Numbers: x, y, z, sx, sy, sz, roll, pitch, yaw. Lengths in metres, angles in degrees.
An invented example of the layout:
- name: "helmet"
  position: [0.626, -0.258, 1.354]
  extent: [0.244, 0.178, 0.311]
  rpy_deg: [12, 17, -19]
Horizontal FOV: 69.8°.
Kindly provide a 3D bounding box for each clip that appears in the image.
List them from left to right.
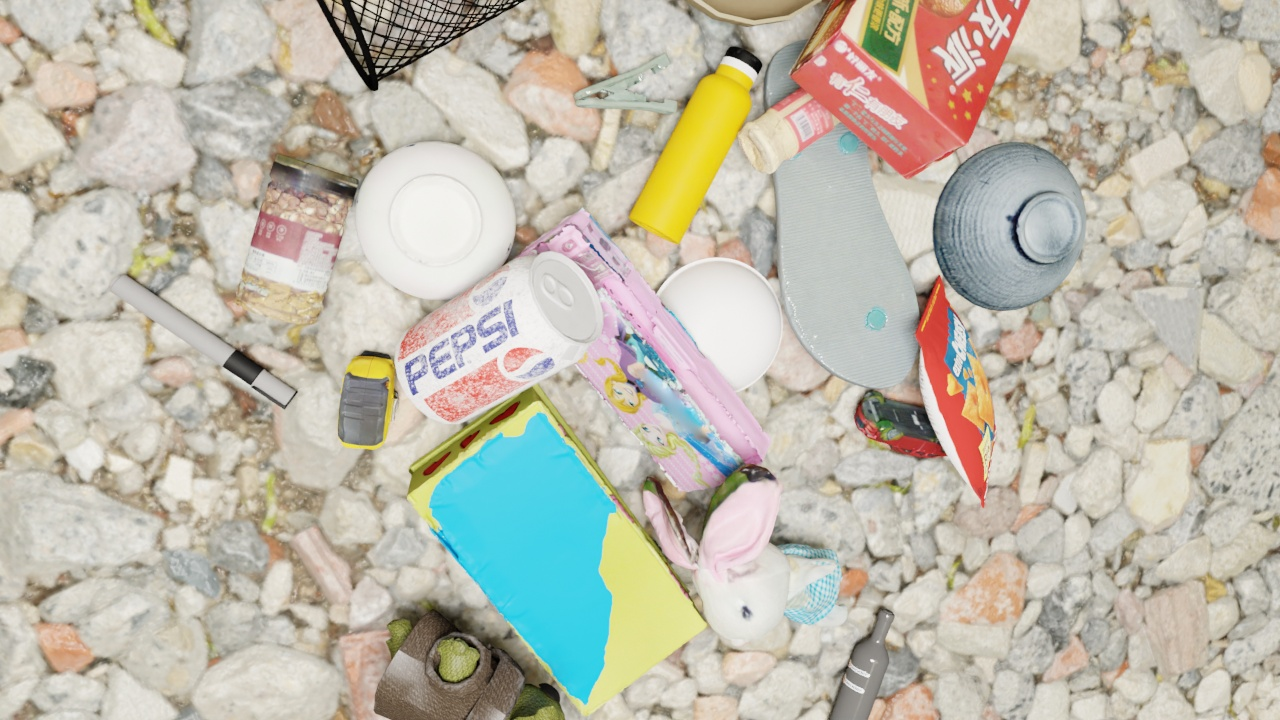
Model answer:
- name: "clip"
  position: [-0.012, -0.196, 0.667]
  extent: [0.076, 0.023, 0.059]
  rpy_deg: [-13, 100, -11]

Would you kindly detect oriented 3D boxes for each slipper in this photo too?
- name: "slipper"
  position: [0.140, -0.107, 0.704]
  extent: [0.098, 0.055, 0.268]
  rpy_deg: [-13, 90, -6]

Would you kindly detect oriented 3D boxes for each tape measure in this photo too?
- name: "tape measure"
  position: [-0.190, 0.030, 0.647]
  extent: [0.037, 0.064, 0.065]
  rpy_deg: [8, 98, -11]

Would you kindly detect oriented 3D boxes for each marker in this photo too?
- name: "marker"
  position: [-0.305, -0.013, 0.643]
  extent: [0.140, 0.016, 0.016]
  rpy_deg: [38, 90, -14]

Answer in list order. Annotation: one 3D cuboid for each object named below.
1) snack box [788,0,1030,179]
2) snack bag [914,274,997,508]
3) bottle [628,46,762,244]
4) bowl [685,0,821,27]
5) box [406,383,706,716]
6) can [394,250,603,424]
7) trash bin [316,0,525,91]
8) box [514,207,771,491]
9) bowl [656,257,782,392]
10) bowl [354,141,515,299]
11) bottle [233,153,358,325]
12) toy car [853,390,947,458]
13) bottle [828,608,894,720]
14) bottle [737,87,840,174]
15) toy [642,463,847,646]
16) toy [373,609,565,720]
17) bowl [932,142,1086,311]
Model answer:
- name: "snack box"
  position: [0.202, -0.250, 0.633]
  extent: [0.113, 0.060, 0.235]
  rpy_deg: [36, 65, -14]
- name: "snack bag"
  position: [0.245, 0.020, 0.711]
  extent: [0.039, 0.130, 0.144]
  rpy_deg: [-17, 105, 31]
- name: "bottle"
  position: [0.043, -0.159, 0.673]
  extent: [0.043, 0.043, 0.143]
  rpy_deg: [27, 93, -14]
- name: "bowl"
  position: [0.074, -0.312, 0.650]
  extent: [0.152, 0.050, 0.152]
  rpy_deg: [-2, 99, -11]
- name: "box"
  position: [-0.062, 0.137, 0.685]
  extent: [0.124, 0.081, 0.221]
  rpy_deg: [-38, 102, -3]
- name: "can"
  position: [-0.097, -0.014, 0.622]
  extent: [0.136, 0.078, 0.078]
  rpy_deg: [-27, 106, 32]
- name: "trash bin"
  position: [-0.110, -0.295, 0.559]
  extent: [0.210, 0.184, 0.184]
  rpy_deg: [-28, 103, -11]
- name: "box"
  position: [-0.004, 0.005, 0.670]
  extent: [0.085, 0.053, 0.230]
  rpy_deg: [-29, 107, 34]
- name: "bowl"
  position: [0.063, -0.023, 0.700]
  extent: [0.110, 0.040, 0.110]
  rpy_deg: [-2, 99, -11]
- name: "bowl"
  position: [-0.142, -0.097, 0.637]
  extent: [0.113, 0.063, 0.113]
  rpy_deg: [-2, 98, -11]
- name: "bottle"
  position: [-0.234, -0.082, 0.625]
  extent: [0.056, 0.056, 0.105]
  rpy_deg: [17, 96, -13]
- name: "toy car"
  position: [0.215, 0.054, 0.742]
  extent: [0.091, 0.042, 0.036]
  rpy_deg: [16, 128, -19]
- name: "bottle"
  position: [0.191, 0.264, 0.776]
  extent: [0.030, 0.030, 0.113]
  rpy_deg: [17, 95, -13]
- name: "bottle"
  position: [0.123, -0.178, 0.658]
  extent: [0.109, 0.044, 0.044]
  rpy_deg: [-35, 104, -4]
- name: "toy"
  position: [0.087, 0.170, 0.696]
  extent: [0.205, 0.131, 0.105]
  rpy_deg: [41, 55, -37]
- name: "toy"
  position: [-0.123, 0.244, 0.666]
  extent: [0.153, 0.180, 0.078]
  rpy_deg: [29, 51, 6]
- name: "bowl"
  position: [0.308, -0.105, 0.726]
  extent: [0.137, 0.057, 0.137]
  rpy_deg: [-2, 99, -11]
